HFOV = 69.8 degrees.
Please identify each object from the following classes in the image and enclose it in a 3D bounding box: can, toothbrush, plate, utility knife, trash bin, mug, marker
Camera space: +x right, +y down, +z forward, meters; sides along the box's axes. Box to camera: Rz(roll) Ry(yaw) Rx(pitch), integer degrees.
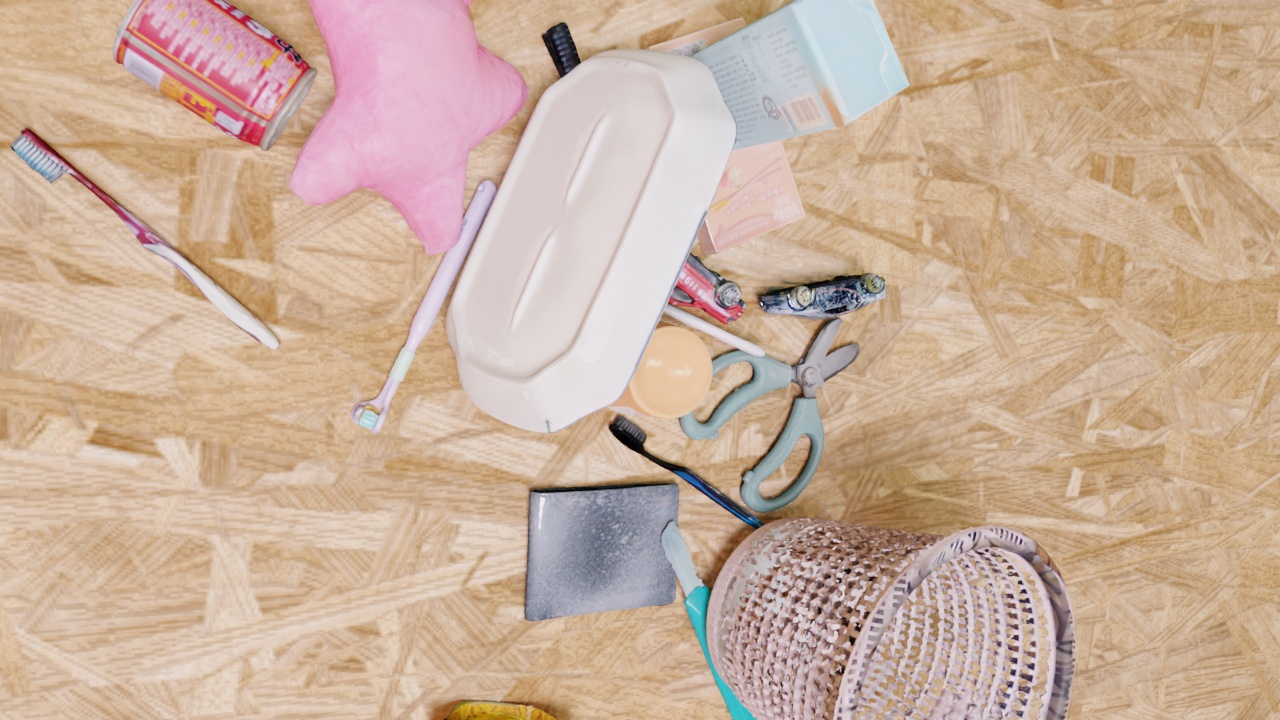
[{"bbox_3d":[-0.249,-0.175,0.543,0.093,0.066,0.066,33,82,-21],"label":"can"},{"bbox_3d":[0.015,-0.036,0.681,0.180,0.016,0.016,22,95,-17],"label":"toothbrush"},{"bbox_3d":[-0.044,-0.087,0.586,0.034,0.162,0.265,29,85,-57],"label":"plate"},{"bbox_3d":[0.058,0.216,0.723,0.029,0.013,0.209,-28,108,-20],"label":"utility knife"},{"bbox_3d":[-0.298,-0.068,0.561,0.017,0.016,0.187,-47,109,-4],"label":"toothbrush"},{"bbox_3d":[0.050,0.097,0.715,0.189,0.014,0.016,36,56,-21],"label":"toothbrush"},{"bbox_3d":[-0.144,-0.040,0.623,0.189,0.029,0.021,-65,152,-7],"label":"toothbrush"},{"bbox_3d":[0.159,0.207,0.659,0.227,0.192,0.227,-4,99,-32],"label":"trash bin"},{"bbox_3d":[-0.004,0.004,0.626,0.078,0.123,0.078,-2,96,-21],"label":"mug"},{"bbox_3d":[-0.038,-0.174,0.655,0.023,0.018,0.131,-19,102,6],"label":"marker"}]

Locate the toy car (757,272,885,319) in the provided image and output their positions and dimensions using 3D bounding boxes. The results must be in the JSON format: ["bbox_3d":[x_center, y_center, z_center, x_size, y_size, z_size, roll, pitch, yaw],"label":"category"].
[{"bbox_3d":[0.142,-0.048,0.719,0.105,0.049,0.031,-10,95,-20],"label":"toy car"}]

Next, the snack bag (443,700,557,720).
[{"bbox_3d":[-0.111,0.354,0.648,0.128,0.073,0.208,8,97,-18],"label":"snack bag"}]

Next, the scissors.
[{"bbox_3d":[0.120,0.047,0.736,0.177,0.019,0.169,-25,102,-19],"label":"scissors"}]

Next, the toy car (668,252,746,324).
[{"bbox_3d":[0.024,-0.066,0.668,0.120,0.053,0.045,35,96,-19],"label":"toy car"}]

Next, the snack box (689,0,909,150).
[{"bbox_3d":[0.094,-0.186,0.591,0.051,0.175,0.074,-32,106,-12],"label":"snack box"}]

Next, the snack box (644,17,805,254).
[{"bbox_3d":[0.062,-0.167,0.689,0.084,0.026,0.157,-24,103,-19],"label":"snack box"}]

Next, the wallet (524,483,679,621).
[{"bbox_3d":[-0.027,0.141,0.686,0.120,0.019,0.097,0,96,-23],"label":"wallet"}]

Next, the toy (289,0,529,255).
[{"bbox_3d":[-0.136,-0.162,0.577,0.178,0.075,0.195,-13,113,-45],"label":"toy"}]
